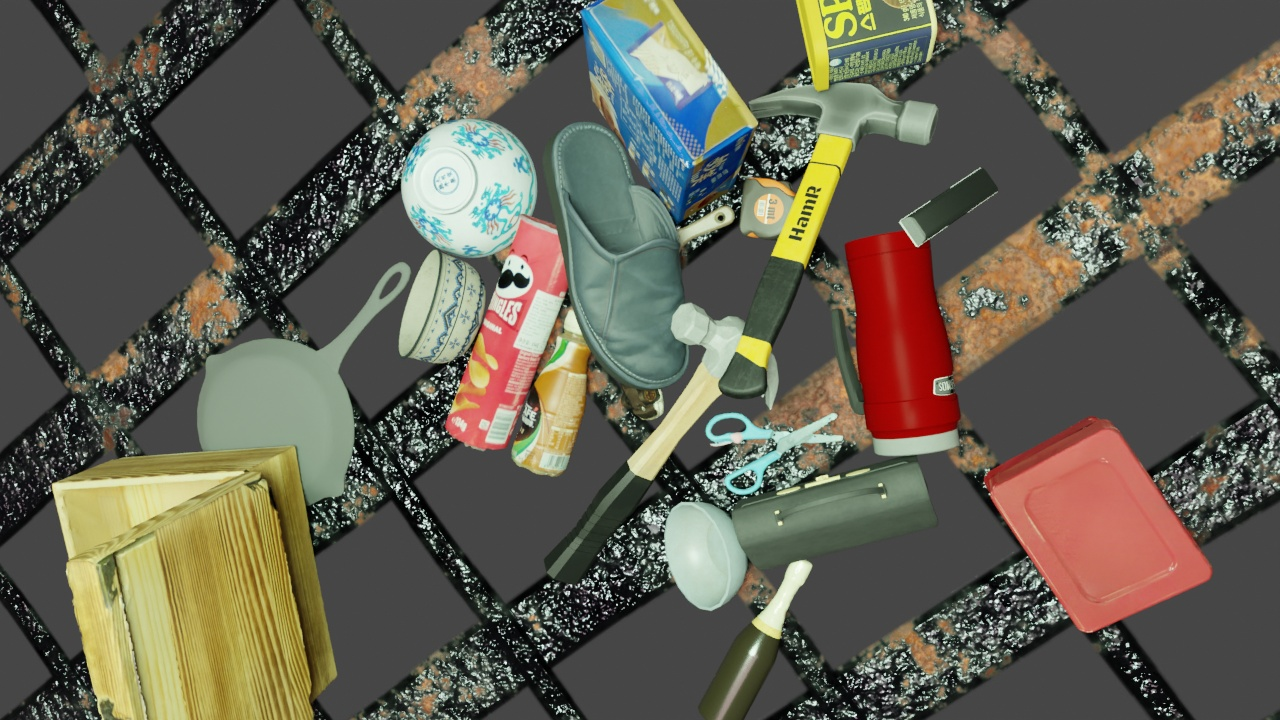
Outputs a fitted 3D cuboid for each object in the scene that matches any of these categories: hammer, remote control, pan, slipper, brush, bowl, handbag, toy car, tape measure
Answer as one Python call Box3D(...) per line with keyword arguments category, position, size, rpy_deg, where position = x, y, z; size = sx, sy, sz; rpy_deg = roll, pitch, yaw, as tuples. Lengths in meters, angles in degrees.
Box3D(category="hammer", position=(0.009, 0.096, 0.896), size=(0.131, 0.039, 0.329), rpy_deg=(25, 113, -29))
Box3D(category="remote control", position=(0.282, -0.141, 0.828), size=(0.124, 0.012, 0.028), rpy_deg=(-33, 87, -28))
Box3D(category="pan", position=(-0.368, 0.028, 1.001), size=(0.216, 0.024, 0.355), rpy_deg=(44, 101, 5))
Box3D(category="slipper", position=(-0.011, -0.099, 0.856), size=(0.108, 0.084, 0.265), rpy_deg=(-19, 95, -29))
Box3D(category="hammer", position=(0.138, -0.114, 0.822), size=(0.170, 0.034, 0.324), rpy_deg=(17, 73, 22))
Box3D(category="brush", position=(0.024, -0.116, 0.918), size=(0.151, 0.012, 0.039), rpy_deg=(-23, 90, 12))
Box3D(category="bowl", position=(0.070, 0.187, 0.900), size=(0.039, 0.106, 0.106), rpy_deg=(-9, 93, -33))
Box3D(category="bowl", position=(-0.184, -0.177, 0.923), size=(0.144, 0.074, 0.144), rpy_deg=(1, 94, 11))
Box3D(category="handbag", position=(0.168, 0.130, 0.809), size=(0.176, 0.195, 0.072), rpy_deg=(-17, 74, 12))
Box3D(category="toy car", position=(-0.005, 0.005, 0.919), size=(0.040, 0.049, 0.113), rpy_deg=(-23, 92, -32))
Box3D(category="tape measure", position=(0.127, -0.146, 0.885), size=(0.059, 0.038, 0.058), rpy_deg=(7, 95, 24))
Box3D(category="bowl", position=(-0.195, -0.049, 0.923), size=(0.059, 0.115, 0.115), rpy_deg=(18, 99, -26))

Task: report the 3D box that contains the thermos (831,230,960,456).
Box3D(category="thermos", position=(0.232, -0.014, 0.855), size=(0.108, 0.083, 0.198), rpy_deg=(-8, 91, 41))

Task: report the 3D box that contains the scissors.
Box3D(category="scissors", position=(0.136, 0.095, 0.912), size=(0.142, 0.015, 0.095), rpy_deg=(-1, 93, 17))

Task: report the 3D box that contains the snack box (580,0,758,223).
Box3D(category="snack box", position=(0.022, -0.221, 0.810), size=(0.069, 0.203, 0.155), rpy_deg=(-35, 87, -2))

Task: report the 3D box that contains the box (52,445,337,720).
Box3D(category="box", position=(-0.461, 0.259, 0.871), size=(0.286, 0.336, 0.279), rpy_deg=(-5, 98, 9))

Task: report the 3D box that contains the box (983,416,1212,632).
Box3D(category="box", position=(0.405, 0.145, 0.823), size=(0.130, 0.097, 0.157), rpy_deg=(-34, 87, 16))

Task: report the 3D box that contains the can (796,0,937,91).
Box3D(category="can", position=(0.198, -0.325, 0.826), size=(0.104, 0.075, 0.135), rpy_deg=(-11, 77, 9))

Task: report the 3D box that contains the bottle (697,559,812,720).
Box3D(category="bottle", position=(0.120, 0.279, 0.914), size=(0.045, 0.045, 0.184), rpy_deg=(28, 92, 8))

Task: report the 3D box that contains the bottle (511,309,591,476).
Box3D(category="bottle", position=(-0.081, 0.031, 0.926), size=(0.059, 0.059, 0.167), rpy_deg=(19, 98, 9))

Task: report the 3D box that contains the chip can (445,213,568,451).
Box3D(category="chip can", position=(-0.127, -0.026, 0.926), size=(0.073, 0.073, 0.233), rpy_deg=(23, 99, 9))
